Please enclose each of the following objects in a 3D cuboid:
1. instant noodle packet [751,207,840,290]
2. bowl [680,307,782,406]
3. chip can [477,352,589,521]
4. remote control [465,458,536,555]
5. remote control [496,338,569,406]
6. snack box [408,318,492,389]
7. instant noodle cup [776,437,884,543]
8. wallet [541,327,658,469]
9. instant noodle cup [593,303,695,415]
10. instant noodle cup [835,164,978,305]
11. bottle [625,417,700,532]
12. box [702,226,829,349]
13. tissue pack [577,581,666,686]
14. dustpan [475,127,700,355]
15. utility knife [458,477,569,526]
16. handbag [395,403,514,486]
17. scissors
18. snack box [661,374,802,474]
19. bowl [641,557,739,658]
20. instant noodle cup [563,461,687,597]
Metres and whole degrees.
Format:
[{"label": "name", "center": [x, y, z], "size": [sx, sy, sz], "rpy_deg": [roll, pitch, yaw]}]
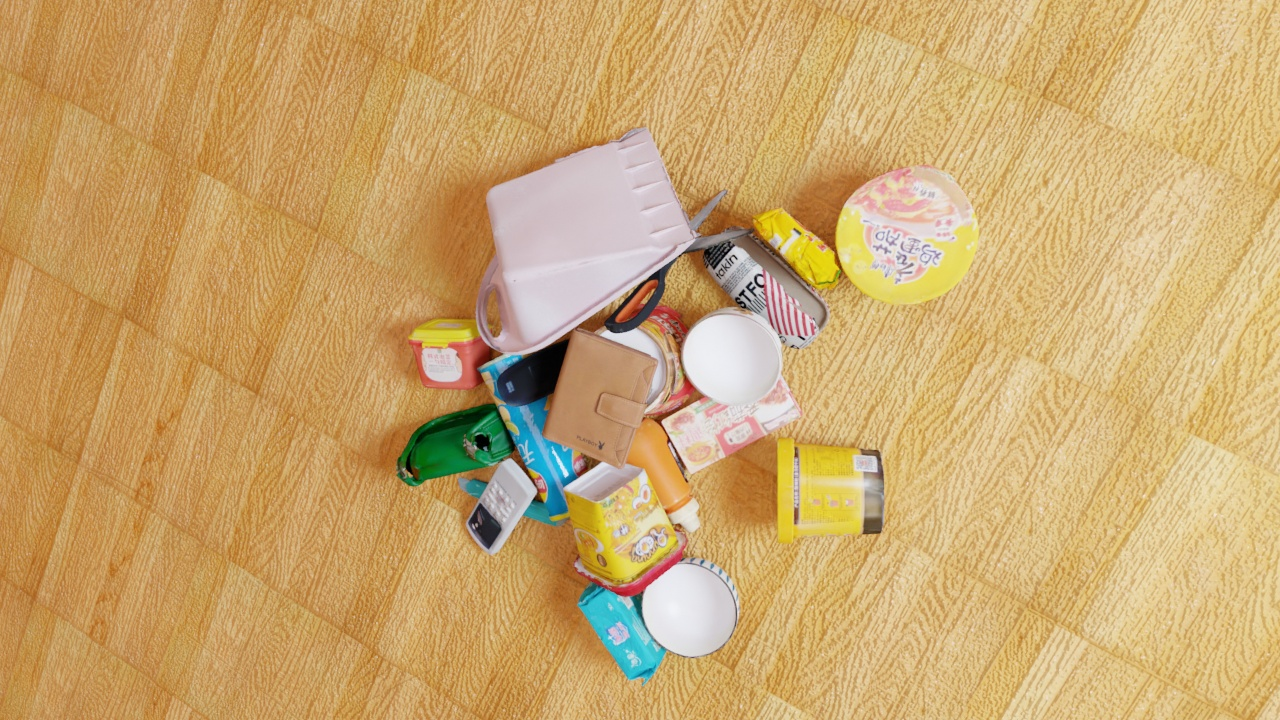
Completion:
[{"label": "instant noodle packet", "center": [0.173, -0.122, 0.994], "size": [0.111, 0.128, 0.044], "rpy_deg": [43, 101, 8]}, {"label": "bowl", "center": [0.108, -0.012, 1.035], "size": [0.113, 0.062, 0.114], "rpy_deg": [9, 119, 16]}, {"label": "chip can", "center": [-0.124, 0.088, 1.128], "size": [0.071, 0.071, 0.210], "rpy_deg": [-25, 93, 17]}, {"label": "remote control", "center": [-0.178, 0.187, 1.157], "size": [0.058, 0.021, 0.150], "rpy_deg": [47, 131, 17]}, {"label": "remote control", "center": [-0.110, 0.012, 1.097], "size": [0.024, 0.136, 0.053], "rpy_deg": [-22, 95, 56]}, {"label": "snack box", "center": [-0.237, -0.007, 1.155], "size": [0.091, 0.081, 0.080], "rpy_deg": [2, 107, 18]}, {"label": "instant noodle cup", "center": [0.210, 0.146, 1.026], "size": [0.114, 0.118, 0.118], "rpy_deg": [-1, 96, 9]}, {"label": "wallet", "center": [-0.045, 0.042, 1.015], "size": [0.108, 0.031, 0.132], "rpy_deg": [22, 104, 15]}, {"label": "instant noodle cup", "center": [-0.006, 0.006, 1.072], "size": [0.138, 0.108, 0.138], "rpy_deg": [2, 97, 16]}, {"label": "instant noodle cup", "center": [0.281, -0.130, 0.970], "size": [0.138, 0.109, 0.138], "rpy_deg": [2, 97, 17]}, {"label": "bottle", "center": [0.026, 0.143, 1.107], "size": [0.067, 0.066, 0.149], "rpy_deg": [-31, 95, 17]}, {"label": "box", "center": [0.146, -0.086, 1.053], "size": [0.163, 0.081, 0.075], "rpy_deg": [41, 141, 6]}, {"label": "tissue pack", "center": [-0.017, 0.322, 1.121], "size": [0.050, 0.093, 0.133], "rpy_deg": [-36, 85, 14]}, {"label": "dustpan", "center": [-0.077, -0.126, 1.064], "size": [0.273, 0.139, 0.222], "rpy_deg": [-14, 48, 0]}, {"label": "utility knife", "center": [-0.166, 0.182, 1.190], "size": [0.166, 0.013, 0.029], "rpy_deg": [16, 98, 17]}, {"label": "handbag", "center": [-0.229, 0.106, 1.144], "size": [0.131, 0.120, 0.068], "rpy_deg": [-15, 98, 15]}, {"label": "scissors", "center": [0.022, -0.115, 1.044], "size": [0.221, 0.233, 0.022], "rpy_deg": [8, 144, 44]}, {"label": "snack box", "center": [0.108, 0.068, 1.089], "size": [0.153, 0.025, 0.075], "rpy_deg": [-30, 87, 17]}, {"label": "bowl", "center": [0.064, 0.290, 1.107], "size": [0.116, 0.066, 0.116], "rpy_deg": [2, 97, 15]}, {"label": "instant noodle cup", "center": [-0.025, 0.190, 1.071], "size": [0.116, 0.116, 0.124], "rpy_deg": [11, 125, 51]}]
